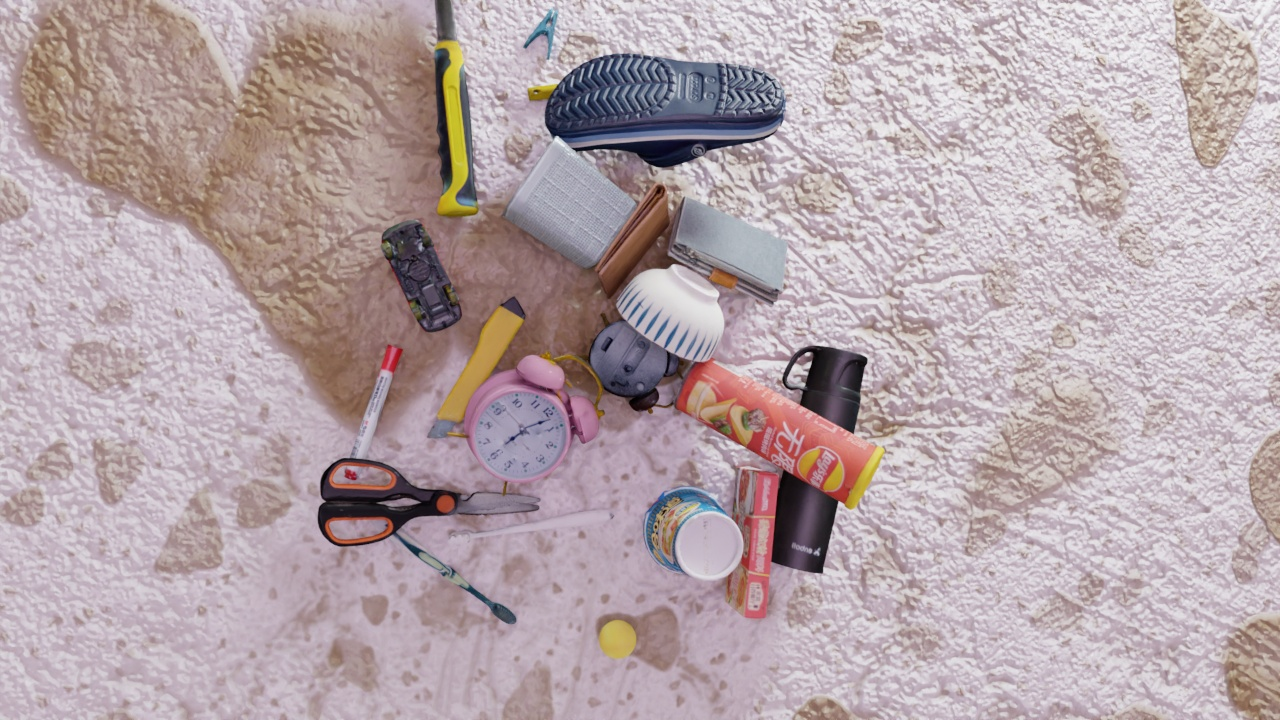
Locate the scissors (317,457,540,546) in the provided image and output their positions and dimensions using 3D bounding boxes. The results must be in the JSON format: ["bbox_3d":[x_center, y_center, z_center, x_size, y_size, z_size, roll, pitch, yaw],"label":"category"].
[{"bbox_3d":[-0.220,0.163,0.961,0.235,0.022,0.139,25,85,-16],"label":"scissors"}]

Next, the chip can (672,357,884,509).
[{"bbox_3d":[0.143,0.071,0.959,0.217,0.073,0.073,30,83,17],"label":"chip can"}]

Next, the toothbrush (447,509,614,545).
[{"bbox_3d":[-0.116,0.179,0.984,0.180,0.016,0.016,-7,92,-10],"label":"toothbrush"}]

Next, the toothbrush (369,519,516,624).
[{"bbox_3d":[-0.207,0.221,0.966,0.191,0.018,0.016,39,82,-7],"label":"toothbrush"}]

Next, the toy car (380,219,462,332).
[{"bbox_3d":[-0.228,-0.087,0.955,0.053,0.045,0.120,-24,90,-12],"label":"toy car"}]

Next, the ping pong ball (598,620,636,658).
[{"bbox_3d":[-0.025,0.299,0.984,0.040,0.040,0.040,0,89,-10],"label":"ping pong ball"}]

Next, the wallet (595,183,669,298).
[{"bbox_3d":[-0.007,-0.123,0.967,0.020,0.101,0.115,36,83,9],"label":"wallet"}]

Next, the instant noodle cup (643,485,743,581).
[{"bbox_3d":[0.059,0.187,0.966,0.099,0.110,0.099,0,90,-10],"label":"instant noodle cup"}]

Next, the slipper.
[{"bbox_3d":[0.026,-0.261,0.981,0.253,0.095,0.105,-2,58,1],"label":"slipper"}]

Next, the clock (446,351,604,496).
[{"bbox_3d":[-0.110,0.059,0.951,0.158,0.060,0.117,-40,104,0],"label":"clock"}]

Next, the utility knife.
[{"bbox_3d":[-0.175,0.010,0.978,0.033,0.015,0.176,31,85,-2],"label":"utility knife"}]

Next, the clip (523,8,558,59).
[{"bbox_3d":[-0.104,-0.358,0.999,0.034,0.013,0.055,27,87,-9],"label":"clip"}]

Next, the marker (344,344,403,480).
[{"bbox_3d":[-0.279,0.054,0.958,0.017,0.017,0.145,18,86,-9],"label":"marker"}]

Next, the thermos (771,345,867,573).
[{"bbox_3d":[0.184,0.105,1.015,0.090,0.068,0.242,13,85,2],"label":"thermos"}]

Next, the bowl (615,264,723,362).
[{"bbox_3d":[0.040,-0.058,0.957,0.116,0.116,0.066,29,110,-8],"label":"bowl"}]

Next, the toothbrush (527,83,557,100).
[{"bbox_3d":[-0.029,-0.305,1.008,0.190,0.016,0.015,-10,91,-10],"label":"toothbrush"}]

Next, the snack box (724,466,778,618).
[{"bbox_3d":[0.120,0.194,0.994,0.025,0.075,0.153,6,88,-10],"label":"snack box"}]

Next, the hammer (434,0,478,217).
[{"bbox_3d":[-0.200,-0.315,0.972,0.126,0.032,0.323,-5,90,-9],"label":"hammer"}]

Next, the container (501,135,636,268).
[{"bbox_3d":[-0.073,-0.160,0.964,0.111,0.090,0.090,35,83,-11],"label":"container"}]

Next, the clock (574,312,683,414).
[{"bbox_3d":[-0.006,0.006,0.987,0.122,0.055,0.082,33,83,-8],"label":"clock"}]

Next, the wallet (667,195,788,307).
[{"bbox_3d":[0.094,-0.117,0.997,0.129,0.037,0.106,24,45,-9],"label":"wallet"}]
